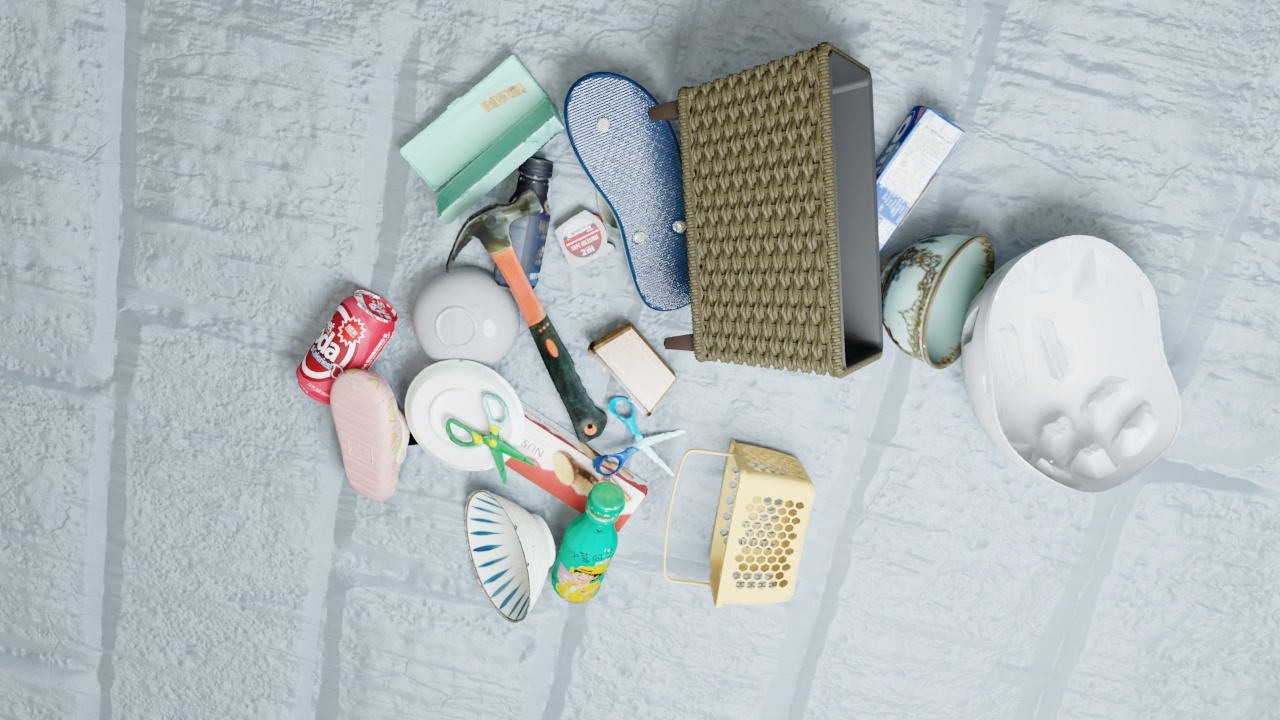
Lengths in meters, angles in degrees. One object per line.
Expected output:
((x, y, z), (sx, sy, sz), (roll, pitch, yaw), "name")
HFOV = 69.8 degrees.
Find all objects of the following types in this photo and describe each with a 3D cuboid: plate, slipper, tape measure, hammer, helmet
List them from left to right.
((-0.333, 0.090, 1.174), (0.093, 0.081, 0.198), (19, 125, 21), "slipper")
((-0.223, 0.073, 1.153), (0.157, 0.014, 0.157), (4, 113, 8), "plate")
((-0.119, -0.036, 1.116), (0.133, 0.033, 0.333), (-24, 118, 2), "hammer")
((-0.069, -0.150, 1.127), (0.060, 0.020, 0.062), (-24, 101, 11), "tape measure")
((0.002, -0.200, 1.090), (0.118, 0.060, 0.295), (-18, 109, 5), "slipper")
((0.467, -0.001, 1.028), (0.224, 0.184, 0.282), (-33, 118, -13), "helmet")

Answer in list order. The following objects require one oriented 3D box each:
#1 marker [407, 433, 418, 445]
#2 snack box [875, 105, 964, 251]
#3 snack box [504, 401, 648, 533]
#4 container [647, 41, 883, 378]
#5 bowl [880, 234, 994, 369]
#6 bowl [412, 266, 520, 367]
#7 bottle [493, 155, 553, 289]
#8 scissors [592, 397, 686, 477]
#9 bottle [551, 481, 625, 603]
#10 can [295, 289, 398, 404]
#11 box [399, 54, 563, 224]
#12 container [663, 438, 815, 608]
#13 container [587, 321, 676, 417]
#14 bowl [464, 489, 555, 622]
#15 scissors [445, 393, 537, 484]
((-0.293, 0.103, 1.218), (0.134, 0.015, 0.018), (-7, 125, 7), "marker")
((0.280, -0.184, 1.068), (0.059, 0.059, 0.227), (32, 107, -7), "snack box")
((-0.123, 0.124, 1.195), (0.273, 0.044, 0.077), (34, 107, -4), "snack box")
((0.136, -0.150, 0.998), (0.205, 0.176, 0.321), (-1, 97, 28), "container")
((0.329, -0.078, 1.062), (0.094, 0.159, 0.160), (25, 110, 37), "bowl")
((-0.221, -0.047, 1.146), (0.132, 0.064, 0.132), (1, 105, 5), "bowl")
((-0.139, -0.166, 1.110), (0.056, 0.056, 0.161), (13, 103, 1), "bottle")
((-0.008, 0.111, 1.179), (0.127, 0.014, 0.129), (44, 77, -4), "scissors")
((-0.063, 0.229, 1.160), (0.068, 0.067, 0.210), (19, 135, 0), "bottle")
((-0.372, -0.015, 1.163), (0.074, 0.074, 0.143), (37, 105, -5), "can")
((-0.188, -0.259, 1.080), (0.187, 0.078, 0.110), (-34, 107, 13), "box")
((0.116, 0.201, 1.152), (0.167, 0.129, 0.183), (7, 106, -4), "container")
((-0.007, 0.007, 1.146), (0.061, 0.063, 0.114), (-40, 98, 6), "container")
((-0.160, 0.246, 1.203), (0.070, 0.177, 0.177), (-14, 108, -34), "bowl")
((-0.179, 0.094, 1.140), (0.128, 0.012, 0.122), (28, 114, -2), "scissors")
